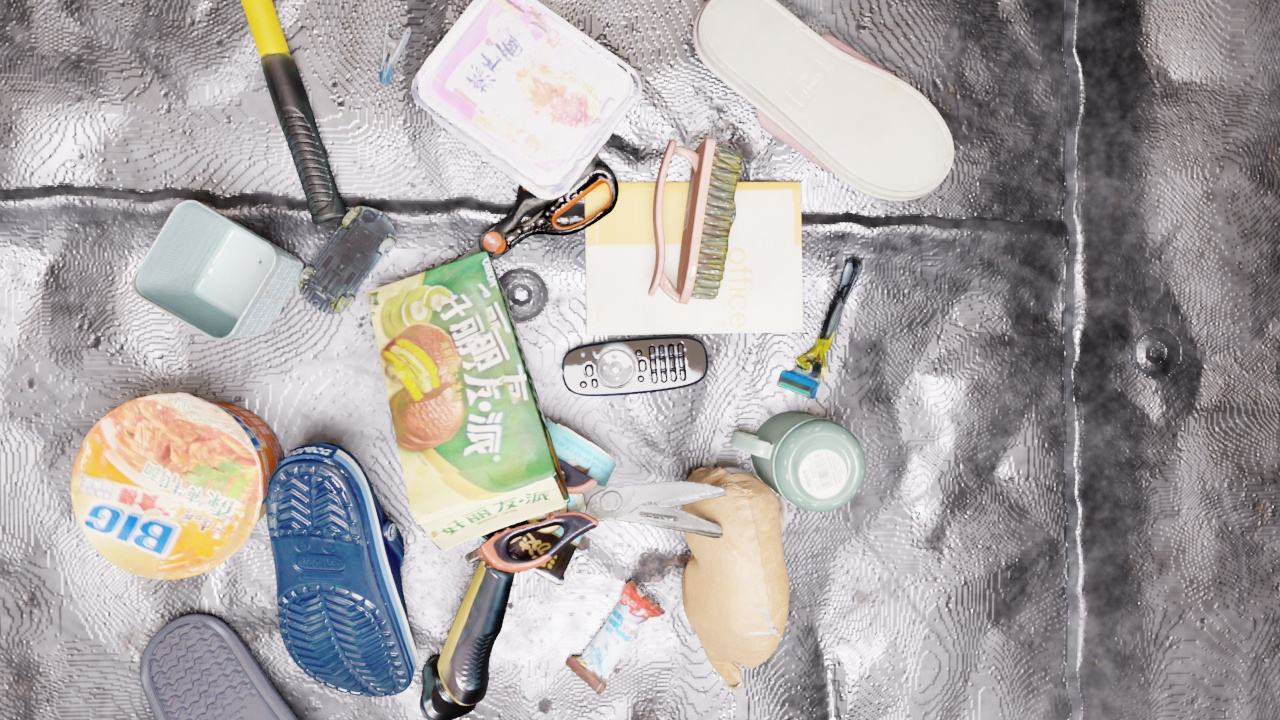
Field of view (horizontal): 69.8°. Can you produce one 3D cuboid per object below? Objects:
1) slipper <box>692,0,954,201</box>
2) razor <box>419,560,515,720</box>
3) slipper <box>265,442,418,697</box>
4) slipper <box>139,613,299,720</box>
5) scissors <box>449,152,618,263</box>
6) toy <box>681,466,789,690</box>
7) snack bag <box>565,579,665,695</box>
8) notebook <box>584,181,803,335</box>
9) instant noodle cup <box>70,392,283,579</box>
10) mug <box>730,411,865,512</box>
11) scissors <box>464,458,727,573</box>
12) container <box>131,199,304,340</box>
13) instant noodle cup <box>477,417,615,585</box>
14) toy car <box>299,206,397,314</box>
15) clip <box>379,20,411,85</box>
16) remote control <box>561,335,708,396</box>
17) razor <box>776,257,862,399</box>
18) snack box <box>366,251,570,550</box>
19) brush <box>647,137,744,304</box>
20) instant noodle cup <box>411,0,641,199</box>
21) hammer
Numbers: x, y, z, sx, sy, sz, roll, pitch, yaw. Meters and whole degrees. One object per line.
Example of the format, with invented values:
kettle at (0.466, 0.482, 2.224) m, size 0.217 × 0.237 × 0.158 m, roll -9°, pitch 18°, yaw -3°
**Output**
slipper at (0.167, -0.242, 0.847) m, size 0.274 × 0.054 × 0.114 m, roll 32°, pitch 89°, yaw -8°
razor at (-0.153, 0.245, 0.823) m, size 0.068 × 0.062 × 0.168 m, roll 31°, pitch 108°, yaw 34°
slipper at (-0.260, 0.181, 0.806) m, size 0.105 × 0.095 × 0.253 m, roll -3°, pitch 114°, yaw 9°
slipper at (-0.346, 0.349, 0.821) m, size 0.110 × 0.083 × 0.268 m, roll -33°, pitch 76°, yaw -13°
scissors at (-0.115, -0.105, 0.841) m, size 0.125 × 0.021 × 0.235 m, roll 34°, pitch 89°, yaw 6°
toy at (0.080, 0.206, 0.812) m, size 0.082 × 0.143 × 0.226 m, roll -4°, pitch 103°, yaw -16°
snack bag at (-0.024, 0.260, 0.862) m, size 0.048 × 0.026 × 0.104 m, roll 40°, pitch 88°, yaw 7°
notebook at (0.051, -0.096, 0.864) m, size 0.206 × 0.010 × 0.146 m, roll 0°, pitch 90°, yaw -4°
instant noodle cup at (-0.382, 0.099, 0.786) m, size 0.151 × 0.111 × 0.151 m, roll 0°, pitch 92°, yaw -4°
mug at (0.138, 0.086, 0.829) m, size 0.111 × 0.106 × 0.082 m, roll 17°, pitch 91°, yaw -4°
scissors at (-0.045, 0.125, 0.755) m, size 0.213 × 0.015 × 0.197 m, roll -41°, pitch 71°, yaw -14°
container at (-0.352, -0.072, 0.784) m, size 0.090 × 0.111 × 0.090 m, roll 31°, pitch 88°, yaw -5°
instant noodle cup at (-0.085, 0.119, 0.818) m, size 0.111 × 0.111 × 0.120 m, roll 32°, pitch 81°, yaw -5°
toy car at (-0.263, -0.091, 0.830) m, size 0.049 × 0.031 × 0.105 m, roll 37°, pitch 90°, yaw -5°
clip at (-0.228, -0.280, 0.831) m, size 0.028 × 0.024 × 0.057 m, roll 14°, pitch 87°, yaw -8°
remote control at (-0.005, 0.005, 0.856) m, size 0.136 × 0.024 × 0.053 m, roll -5°, pitch 94°, yaw -3°
razor at (0.178, -0.032, 0.872) m, size 0.043 × 0.022 × 0.142 m, roll 22°, pitch 85°, yaw 39°
snack box at (-0.148, 0.027, 0.767) m, size 0.114 × 0.063 × 0.239 m, roll -19°, pitch 57°, yaw -3°
brush at (0.045, -0.123, 0.827) m, size 0.073 × 0.063 × 0.145 m, roll 9°, pitch 91°, yaw -8°
instant noodle cup at (-0.097, -0.231, 0.812) m, size 0.173 × 0.060 × 0.138 m, roll 37°, pitch 89°, yaw 10°
hammer at (-0.326, -0.269, 0.819) m, size 0.129 × 0.033 × 0.300 m, roll -18°, pitch 93°, yaw -3°
